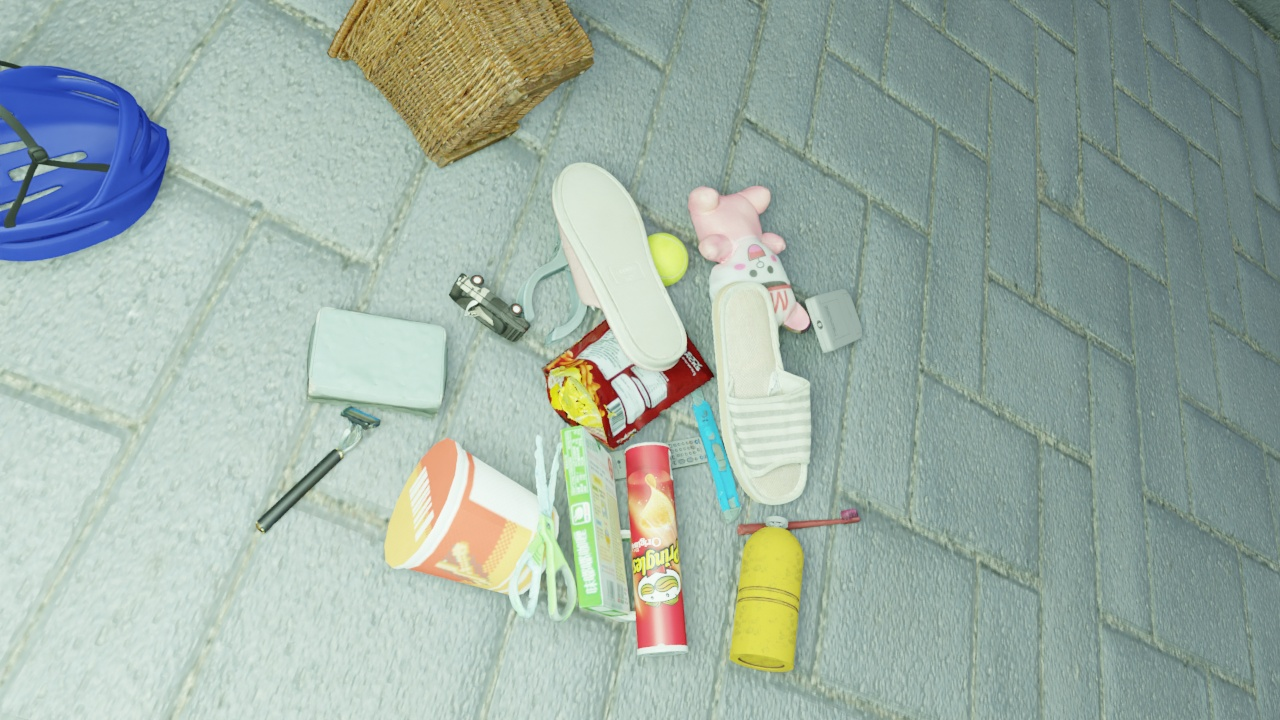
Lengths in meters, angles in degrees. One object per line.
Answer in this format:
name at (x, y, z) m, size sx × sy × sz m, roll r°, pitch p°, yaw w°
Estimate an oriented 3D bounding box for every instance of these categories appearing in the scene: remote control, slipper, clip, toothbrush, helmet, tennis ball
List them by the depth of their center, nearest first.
helmet at (-0.487, -0.182, 0.725) m, size 0.148 × 0.228 × 0.240 m, roll 47°, pitch 52°, yaw 6°
remote control at (0.018, 0.111, 1.044) m, size 0.136 × 0.013 × 0.033 m, roll -7°, pitch 73°, yaw -34°
slipper at (-0.030, -0.106, 1.050) m, size 0.114 × 0.055 × 0.274 m, roll -10°, pitch 68°, yaw -34°
clip at (-0.076, -0.080, 1.063) m, size 0.115 × 0.028 × 0.162 m, roll 32°, pitch 57°, yaw -19°
slipper at (0.145, 0.038, 1.092) m, size 0.114 × 0.054 × 0.272 m, roll -14°, pitch 93°, yaw -23°
toothbrush at (0.195, 0.196, 1.117) m, size 0.189 × 0.016 × 0.016 m, roll 1°, pitch 65°, yaw -32°
tennis ball at (0.026, -0.123, 1.120) m, size 0.065 × 0.065 × 0.065 m, roll 13°, pitch 63°, yaw -27°
remote control at (0.261, -0.055, 1.232) m, size 0.150 × 0.019 × 0.074 m, roll -17°, pitch 87°, yaw -60°

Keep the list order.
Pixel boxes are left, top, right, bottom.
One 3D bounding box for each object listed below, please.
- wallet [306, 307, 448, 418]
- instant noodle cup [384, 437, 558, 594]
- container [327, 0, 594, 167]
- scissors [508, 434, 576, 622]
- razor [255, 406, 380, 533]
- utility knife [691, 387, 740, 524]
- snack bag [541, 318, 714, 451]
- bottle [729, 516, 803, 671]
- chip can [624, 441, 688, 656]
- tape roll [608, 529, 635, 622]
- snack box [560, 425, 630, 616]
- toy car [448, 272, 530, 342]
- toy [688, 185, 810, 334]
wallet at (-0.258, 0.004, 0.897) m, size 0.131 × 0.054 × 0.100 m, roll 13°, pitch 54°, yaw -25°
instant noodle cup at (-0.153, 0.155, 0.859) m, size 0.121 × 0.124 × 0.123 m, roll 30°, pitch 56°, yaw -27°
container at (-0.184, -0.339, 0.984) m, size 0.161 × 0.251 × 0.183 m, roll -38°, pitch 100°, yaw -37°
scissors at (-0.082, 0.153, 0.845) m, size 0.093 × 0.032 × 0.174 m, roll 32°, pitch 56°, yaw -39°
razor at (-0.299, 0.103, 0.848) m, size 0.043 × 0.022 × 0.144 m, roll 19°, pitch 54°, yaw 26°
utility knife at (0.086, 0.102, 1.092) m, size 0.031 × 0.015 × 0.185 m, roll -6°, pitch 71°, yaw -39°
snack bag at (-0.006, 0.006, 1.046) m, size 0.139 × 0.067 × 0.207 m, roll 50°, pitch 50°, yaw 3°
bottle at (0.144, 0.256, 1.026) m, size 0.071 × 0.071 × 0.163 m, roll 24°, pitch 58°, yaw -21°
chip can at (0.015, 0.195, 0.958) m, size 0.051 × 0.052 × 0.214 m, roll 9°, pitch 64°, yaw -29°
tape roll at (-0.014, 0.227, 0.971) m, size 0.093 × 0.018 × 0.093 m, roll 13°, pitch 63°, yaw -27°
snack box at (-0.043, 0.161, 0.898) m, size 0.027 × 0.132 × 0.167 m, roll -10°, pitch 70°, yaw 7°
toy car at (-0.163, -0.054, 0.986) m, size 0.092 × 0.040 × 0.037 m, roll 37°, pitch 57°, yaw -10°
toy at (0.132, -0.123, 1.176) m, size 0.141 × 0.084 × 0.213 m, roll -7°, pitch 72°, yaw -33°
